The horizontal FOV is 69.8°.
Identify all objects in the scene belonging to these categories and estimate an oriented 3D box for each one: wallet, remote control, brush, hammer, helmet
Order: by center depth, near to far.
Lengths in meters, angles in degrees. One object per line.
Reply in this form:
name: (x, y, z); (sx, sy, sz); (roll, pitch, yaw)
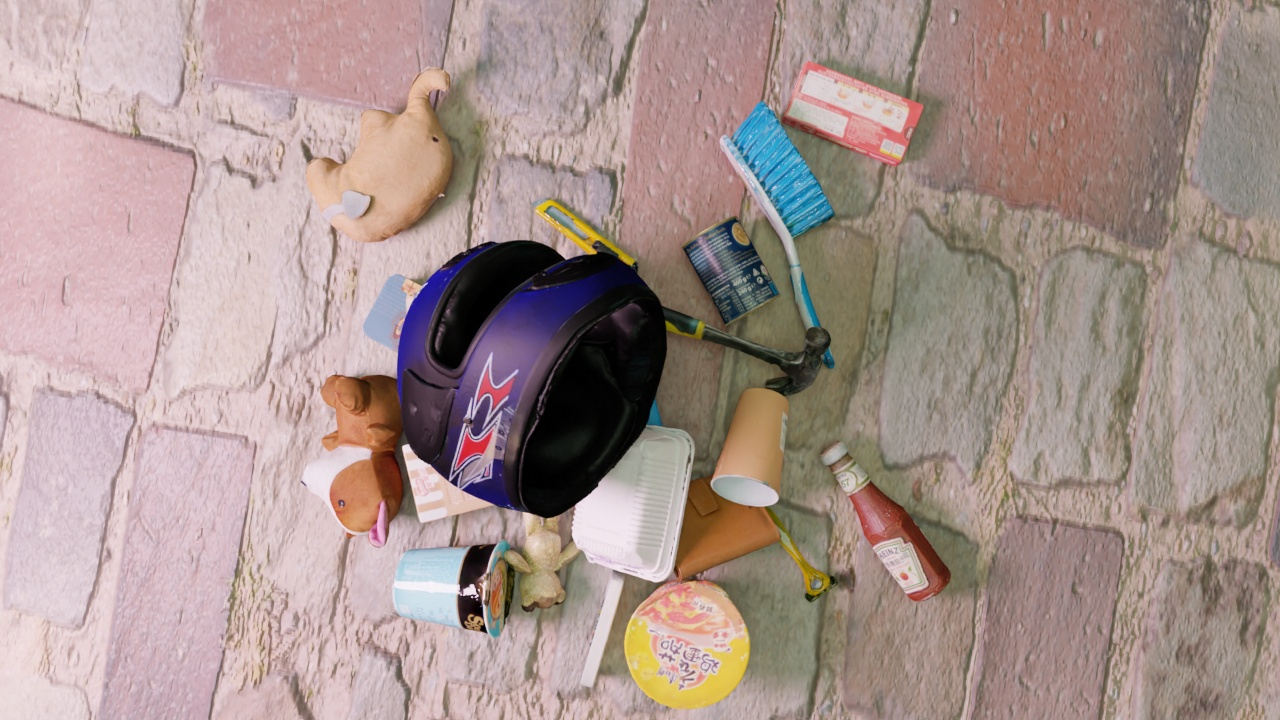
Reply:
helmet: (-0.125, -0.004, 0.934); (0.240, 0.316, 0.246); (39, 46, 24)
wallet: (0.082, 0.187, 1.070); (0.131, 0.031, 0.107); (-17, 56, -17)
hammer: (0.053, -0.038, 1.075); (0.323, 0.126, 0.031); (20, 53, 8)
remote control: (-0.044, 0.314, 1.089); (0.019, 0.056, 0.135); (16, 90, 2)
brush: (0.188, -0.149, 1.100); (0.109, 0.060, 0.314); (-33, 90, 6)

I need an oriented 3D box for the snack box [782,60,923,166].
snack box: (0.256, -0.299, 1.111); (0.153, 0.025, 0.075); (22, 88, 2)

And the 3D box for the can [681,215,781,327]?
can: (0.108, -0.104, 1.086); (0.075, 0.075, 0.111); (-29, 88, 1)

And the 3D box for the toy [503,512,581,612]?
toy: (-0.122, 0.218, 1.097); (0.105, 0.066, 0.157); (1, 83, -40)

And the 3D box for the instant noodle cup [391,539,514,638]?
instant noodle cup: (-0.221, 0.263, 1.076); (0.120, 0.111, 0.111); (2, 88, 9)

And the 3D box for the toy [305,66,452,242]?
toy: (-0.290, -0.242, 1.101); (0.143, 0.082, 0.226); (44, 88, -6)

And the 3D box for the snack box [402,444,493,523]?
snack box: (-0.218, 0.133, 1.089); (0.094, 0.077, 0.092); (-14, 88, 0)

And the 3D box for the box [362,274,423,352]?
box: (-0.234, -0.027, 1.102); (0.184, 0.061, 0.090); (26, 90, 4)

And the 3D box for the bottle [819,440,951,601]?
bottle: (0.284, 0.186, 1.080); (0.060, 0.060, 0.206); (-36, 88, 0)

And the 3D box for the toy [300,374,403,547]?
toy: (-0.330, 0.115, 1.073); (0.130, 0.140, 0.199); (-6, 92, -26)

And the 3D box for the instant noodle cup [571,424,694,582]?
instant noodle cup: (-0.017, 0.156, 1.051); (0.138, 0.060, 0.173); (5, 84, 41)

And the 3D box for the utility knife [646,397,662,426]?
utility knife: (-0.007, 0.007, 1.115); (0.034, 0.018, 0.236); (-12, 85, -10)

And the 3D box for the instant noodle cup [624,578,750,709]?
instant noodle cup: (0.053, 0.316, 1.059); (0.138, 0.110, 0.138); (0, 88, 2)

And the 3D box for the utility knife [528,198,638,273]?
utility knife: (-0.068, -0.148, 1.121); (0.164, 0.015, 0.033); (37, 81, 3)

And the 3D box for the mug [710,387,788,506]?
mug: (0.133, 0.098, 1.063); (0.078, 0.078, 0.122); (17, 62, 2)

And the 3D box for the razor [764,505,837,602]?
razor: (0.181, 0.225, 1.101); (0.043, 0.028, 0.132); (-36, 86, 4)
